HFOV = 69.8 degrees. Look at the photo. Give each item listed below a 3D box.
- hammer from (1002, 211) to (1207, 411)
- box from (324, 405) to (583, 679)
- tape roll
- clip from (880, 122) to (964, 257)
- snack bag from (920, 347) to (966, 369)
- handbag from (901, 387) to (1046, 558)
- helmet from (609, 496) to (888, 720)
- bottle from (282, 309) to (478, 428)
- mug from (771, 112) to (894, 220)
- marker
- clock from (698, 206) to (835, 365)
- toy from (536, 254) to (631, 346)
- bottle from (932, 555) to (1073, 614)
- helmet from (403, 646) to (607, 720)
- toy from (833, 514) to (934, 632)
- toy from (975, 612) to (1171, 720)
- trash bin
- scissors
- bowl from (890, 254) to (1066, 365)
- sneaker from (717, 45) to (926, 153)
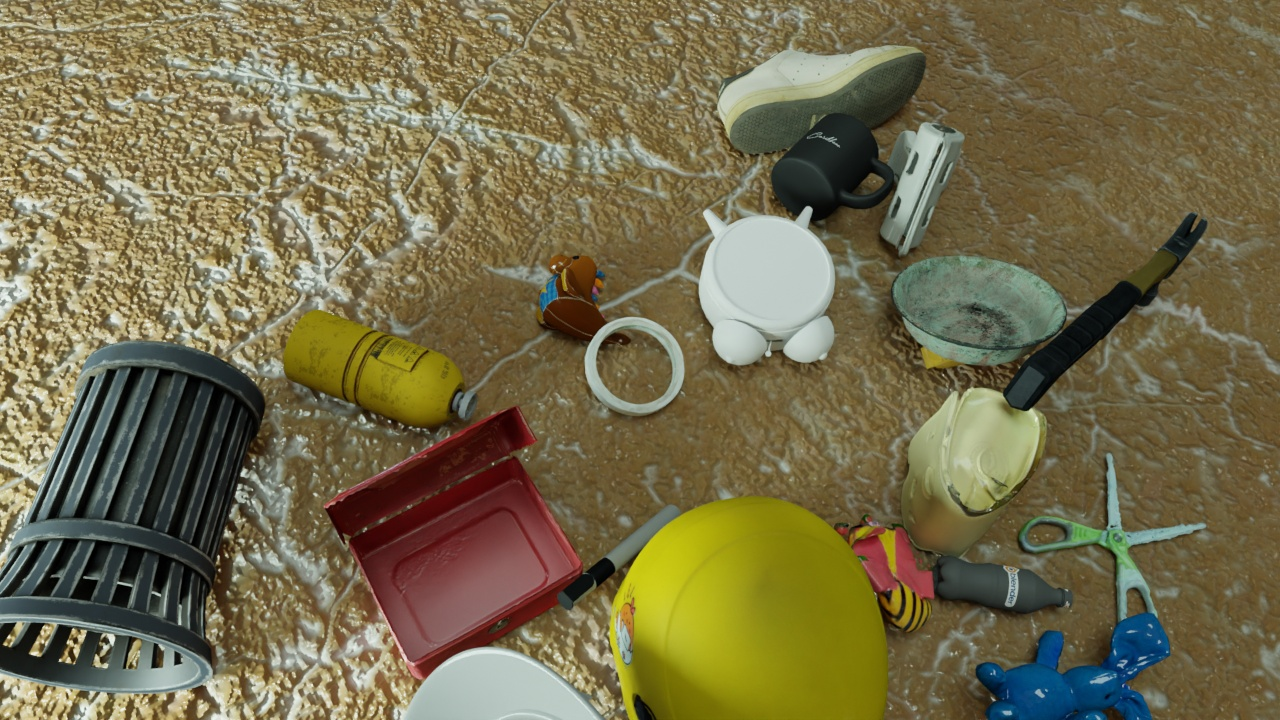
[{"bbox_3d":[0.413,-0.045,0.805,0.332,0.118,0.025,-28,60,-37],"label":"hammer"},{"bbox_3d":[-0.137,0.145,0.713,0.157,0.154,0.168,-28,94,-17],"label":"box"},{"bbox_3d":[-0.005,0.005,0.847,0.093,0.013,0.093,5,71,-15],"label":"tape roll"},{"bbox_3d":[0.288,-0.185,0.942,0.073,0.125,0.142,20,34,5],"label":"clip"},{"bbox_3d":[0.321,-0.011,0.888,0.099,0.020,0.026,-8,60,-8],"label":"snack bag"},{"bbox_3d":[0.270,0.095,0.762,0.081,0.119,0.111,22,59,8],"label":"handbag"},{"bbox_3d":[0.089,0.205,0.670,0.209,0.140,0.239,-16,61,-13],"label":"helmet"},{"bbox_3d":[-0.223,0.013,0.811,0.164,0.071,0.070,19,59,8],"label":"bottle"},{"bbox_3d":[0.207,-0.195,0.955,0.114,0.078,0.087,29,60,28],"label":"mug"},{"bbox_3d":[-0.014,0.155,0.740,0.016,0.016,0.140,40,43,19],"label":"marker"},{"bbox_3d":[0.120,-0.069,0.891,0.125,0.073,0.160,-2,66,-5],"label":"clock"},{"bbox_3d":[-0.049,-0.058,0.888,0.103,0.071,0.090,29,45,-12],"label":"toy"},{"bbox_3d":[0.297,0.187,0.754,0.110,0.036,0.036,10,58,3],"label":"bottle"},{"bbox_3d":[-0.045,0.320,0.613,0.183,0.117,0.271,-44,60,8],"label":"helmet"},{"bbox_3d":[0.203,0.170,0.750,0.084,0.046,0.103,6,50,-50],"label":"toy"},{"bbox_3d":[0.329,0.256,0.697,0.176,0.071,0.112,0,60,-16],"label":"toy"},{"bbox_3d":[-0.381,0.112,0.693,0.164,0.165,0.227,2,55,-2],"label":"trash bin"},{"bbox_3d":[0.413,0.159,0.795,0.171,0.022,0.173,-6,54,-4],"label":"scissors"},{"bbox_3d":[0.317,-0.044,0.876,0.157,0.039,0.157,-1,38,1],"label":"bowl"},{"bbox_3d":[0.196,-0.309,1.034,0.241,0.089,0.102,-18,53,-9],"label":"sneaker"}]
